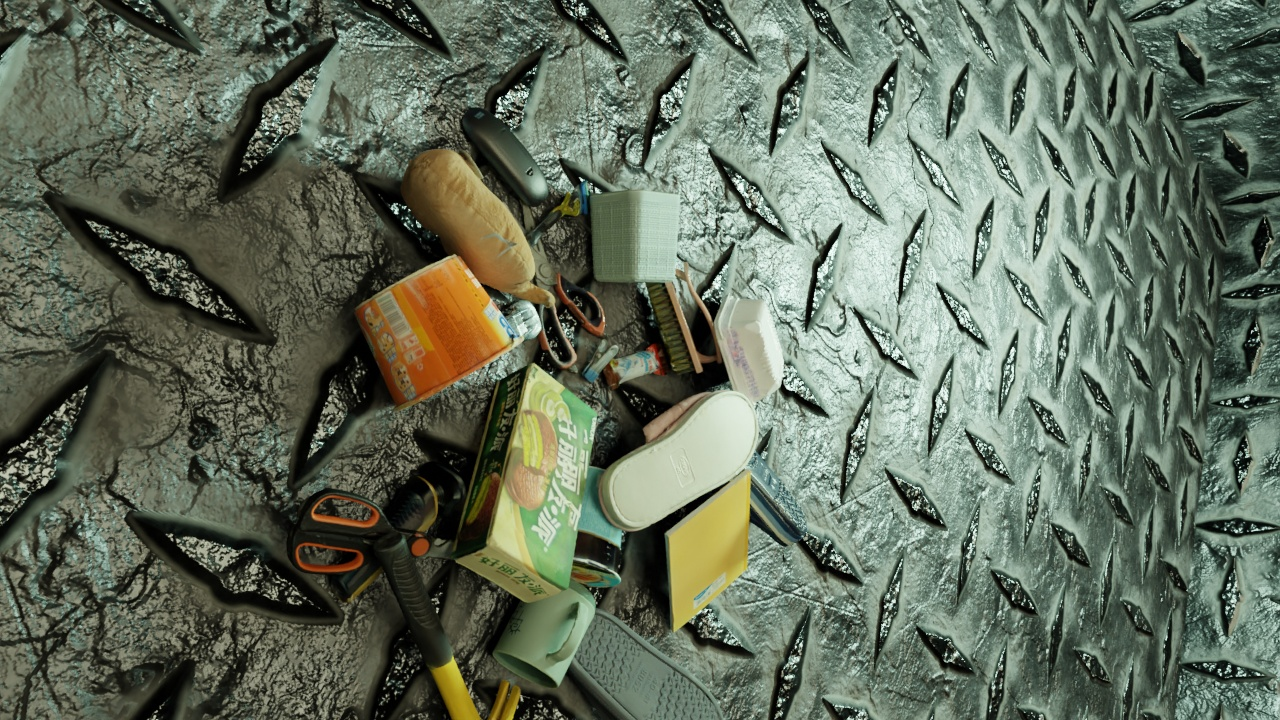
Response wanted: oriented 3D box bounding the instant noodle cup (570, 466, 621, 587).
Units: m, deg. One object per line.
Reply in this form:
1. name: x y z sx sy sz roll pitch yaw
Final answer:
1. instant noodle cup: -0.068 0.191 1.071 0.111 0.111 0.120 32 56 -35

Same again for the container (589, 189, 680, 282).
1. container: -0.007 -0.155 1.164 0.089 0.090 0.111 -5 96 -46

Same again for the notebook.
1. notebook: 0.088 0.246 1.170 0.145 0.010 0.207 -34 139 -28

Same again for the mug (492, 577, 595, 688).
1. mug: -0.096 0.296 1.017 0.082 0.112 0.106 42 57 -19

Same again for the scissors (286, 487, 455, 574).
1. scissors: -0.239 0.194 0.912 0.235 0.022 0.125 42 80 -35

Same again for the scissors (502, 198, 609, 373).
1. scissors: -0.105 -0.093 1.124 0.213 0.015 0.196 23 70 -37

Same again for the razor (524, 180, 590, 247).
1. razor: -0.104 -0.173 1.119 0.142 0.022 0.043 -50 141 -46

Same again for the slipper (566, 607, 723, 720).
1. slipper: -0.004 0.408 1.120 0.268 0.084 0.110 45 50 -8

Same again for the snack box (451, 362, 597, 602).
1. snack box: -0.121 0.129 1.001 0.114 0.063 0.239 41 39 -32

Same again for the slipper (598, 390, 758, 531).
1. slipper: 0.047 0.119 1.115 0.273 0.055 0.114 -31 99 -40

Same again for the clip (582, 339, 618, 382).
1. clip: -0.053 0.000 1.149 0.057 0.028 0.024 -57 146 -7

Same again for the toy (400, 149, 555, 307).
1. toy: -0.166 -0.128 0.986 0.082 0.143 0.226 -43 115 -9

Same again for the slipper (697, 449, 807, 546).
1. slipper: 0.121 0.159 1.248 0.253 0.095 0.105 46 18 -7

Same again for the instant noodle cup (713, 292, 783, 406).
1. instant noodle cup: 0.155 -0.017 1.262 0.173 0.060 0.138 -57 130 -67

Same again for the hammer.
1. hammer: -0.204 0.302 0.932 0.128 0.033 0.301 -38 124 -39

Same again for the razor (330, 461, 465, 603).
1. razor: -0.249 0.177 0.941 0.167 0.062 0.068 -49 147 -29

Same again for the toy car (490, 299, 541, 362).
1. toy car: -0.158 -0.033 1.057 0.105 0.031 0.049 -35 106 -38

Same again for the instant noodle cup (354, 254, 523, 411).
1. instant noodle cup: -0.211 -0.032 0.938 0.151 0.152 0.111 -35 100 -39

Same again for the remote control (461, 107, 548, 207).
1. remote control: -0.155 -0.242 1.084 0.136 0.024 0.053 49 51 -21

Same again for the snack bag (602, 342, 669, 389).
1. snack bag: -0.007 0.007 1.192 0.104 0.026 0.048 -11 79 -43

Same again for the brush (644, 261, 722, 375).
1. brush: 0.057 -0.055 1.218 0.063 0.073 0.145 -48 119 -84
